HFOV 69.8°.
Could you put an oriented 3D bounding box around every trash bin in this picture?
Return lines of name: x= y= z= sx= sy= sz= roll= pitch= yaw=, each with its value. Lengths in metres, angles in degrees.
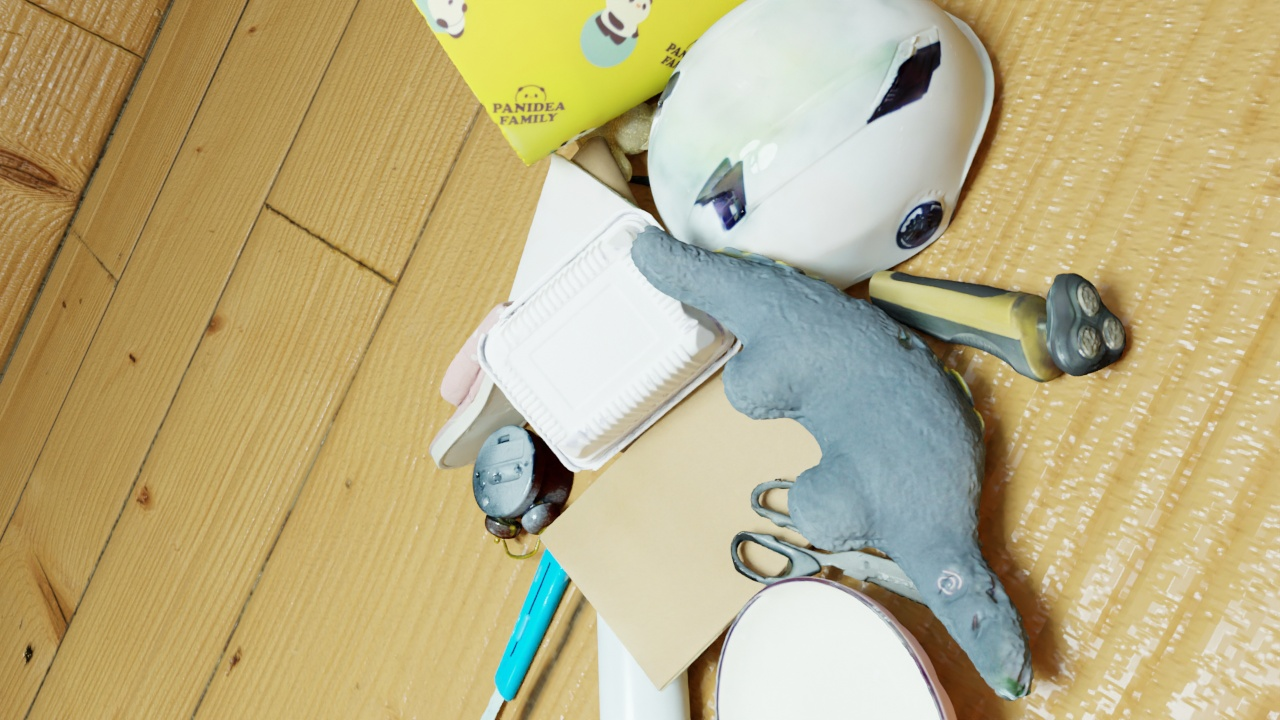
trash bin: x=-0.039 y=-0.305 z=0.746 sx=0.255 sy=0.229 sz=0.229 roll=-34 pitch=50 yaw=2

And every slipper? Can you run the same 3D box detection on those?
slipper: x=-0.117 y=0.008 z=0.804 sx=0.054 sy=0.114 sz=0.275 roll=58 pitch=135 yaw=20

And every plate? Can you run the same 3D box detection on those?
plate: x=0.119 y=0.226 z=0.550 sx=0.193 sy=0.039 sz=0.192 roll=-8 pitch=81 yaw=55

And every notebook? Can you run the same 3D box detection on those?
notebook: x=0.044 y=0.103 z=0.652 sx=0.211 sy=0.012 sz=0.149 roll=-44 pitch=58 yaw=-1
notebook: x=-0.068 y=-0.063 z=0.835 sx=0.150 sy=0.012 sz=0.209 roll=41 pitch=120 yaw=38

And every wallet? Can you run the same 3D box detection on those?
wallet: x=-0.038 y=-0.132 z=0.835 sx=0.090 sy=0.033 sz=0.115 roll=-42 pitch=67 yaw=43

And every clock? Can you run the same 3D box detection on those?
clock: x=-0.105 y=0.115 z=0.815 sx=0.082 sy=0.055 sz=0.121 roll=-16 pitch=64 yaw=37

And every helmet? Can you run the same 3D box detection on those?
helmet: x=0.107 y=-0.170 z=0.652 sx=0.259 sy=0.145 sz=0.229 roll=-40 pitch=58 yaw=23

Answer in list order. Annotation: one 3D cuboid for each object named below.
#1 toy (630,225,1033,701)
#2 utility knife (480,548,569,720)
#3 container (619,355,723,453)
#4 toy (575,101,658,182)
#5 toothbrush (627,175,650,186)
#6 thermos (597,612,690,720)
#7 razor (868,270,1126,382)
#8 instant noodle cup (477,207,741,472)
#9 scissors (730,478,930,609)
toy: x=0.135 y=0.035 z=0.572 sx=0.356 sy=0.137 sz=0.092 roll=55 pitch=148 yaw=23
utility knife: x=-0.102 y=0.247 z=0.787 sx=0.034 sy=0.018 sz=0.202 roll=25 pitch=92 yaw=45
container: x=-0.004 y=0.004 z=0.744 sx=0.111 sy=0.089 sz=0.090 roll=-48 pitch=48 yaw=14
toy: x=0.005 y=-0.214 z=0.847 sx=0.157 sy=0.066 sz=0.105 roll=5 pitch=92 yaw=36
toothbrush: x=0.008 y=-0.168 z=0.853 sx=0.181 sy=0.018 sz=0.015 roll=17 pitch=82 yaw=44
thermos: x=0.002 y=0.243 z=0.659 sx=0.073 sy=0.073 sz=0.224 roll=-21 pitch=61 yaw=35
razor: x=0.216 y=-0.032 z=0.581 sx=0.168 sy=0.062 sz=0.068 roll=23 pitch=122 yaw=50
instant noodle cup: x=-0.029 y=-0.012 z=0.661 sx=0.173 sy=0.060 sz=0.138 roll=-40 pitch=88 yaw=10
scissors: x=0.136 y=0.137 z=0.582 sx=0.142 sy=0.014 sz=0.173 roll=-35 pitch=59 yaw=6
